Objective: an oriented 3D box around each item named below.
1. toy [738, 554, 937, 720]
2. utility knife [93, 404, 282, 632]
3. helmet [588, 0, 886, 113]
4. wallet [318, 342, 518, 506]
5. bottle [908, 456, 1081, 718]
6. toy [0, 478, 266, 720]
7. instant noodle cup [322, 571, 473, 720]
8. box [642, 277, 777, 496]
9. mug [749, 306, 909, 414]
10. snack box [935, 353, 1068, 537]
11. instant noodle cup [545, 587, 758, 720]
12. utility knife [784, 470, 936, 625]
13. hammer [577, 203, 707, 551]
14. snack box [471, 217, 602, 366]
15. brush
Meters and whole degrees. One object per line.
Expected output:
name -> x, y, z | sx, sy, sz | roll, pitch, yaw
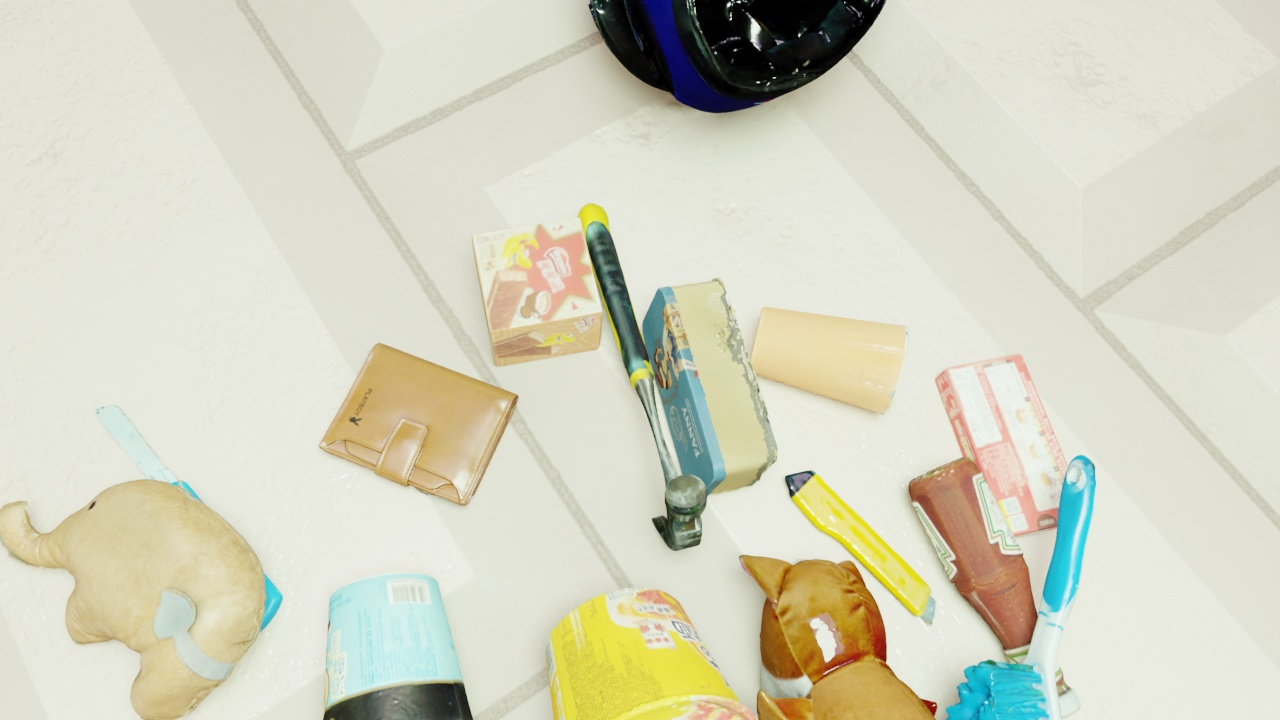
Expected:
toy -> 0.140, 0.230, 0.660 | 0.140, 0.131, 0.199 | 16, 44, -38
utility knife -> -0.362, 0.117, 0.725 | 0.034, 0.018, 0.236 | -42, 75, -16
helmet -> 0.068, -0.352, 0.826 | 0.314, 0.247, 0.241 | -44, 34, -25
wallet -> -0.182, 0.052, 0.759 | 0.132, 0.031, 0.107 | 21, 66, 6
bottle -> 0.281, 0.179, 0.725 | 0.059, 0.060, 0.206 | -21, 77, -12
toy -> -0.370, 0.152, 0.671 | 0.226, 0.082, 0.143 | 33, 81, 19
instant noodle cup -> -0.178, 0.220, 0.655 | 0.111, 0.111, 0.120 | -11, 61, -9
box -> 0.056, 0.029, 0.753 | 0.061, 0.090, 0.184 | -8, 67, -14
mug -> 0.158, -0.006, 0.785 | 0.123, 0.078, 0.078 | 14, 67, 7
snack box -> 0.316, 0.073, 0.787 | 0.075, 0.025, 0.152 | -11, 69, -10
instant noodle cup -> -0.002, 0.234, 0.632 | 0.138, 0.138, 0.109 | -15, 37, -10
utility knife -> 0.180, 0.151, 0.751 | 0.033, 0.015, 0.164 | -41, 77, -13
hammer -> -0.005, 0.004, 0.760 | 0.032, 0.126, 0.322 | -13, 59, -8
snack box -> -0.088, -0.058, 0.784 | 0.094, 0.077, 0.092 | -10, 68, -9
brush -> 0.277, 0.219, 0.659 | 0.109, 0.061, 0.314 | 9, 82, -26
